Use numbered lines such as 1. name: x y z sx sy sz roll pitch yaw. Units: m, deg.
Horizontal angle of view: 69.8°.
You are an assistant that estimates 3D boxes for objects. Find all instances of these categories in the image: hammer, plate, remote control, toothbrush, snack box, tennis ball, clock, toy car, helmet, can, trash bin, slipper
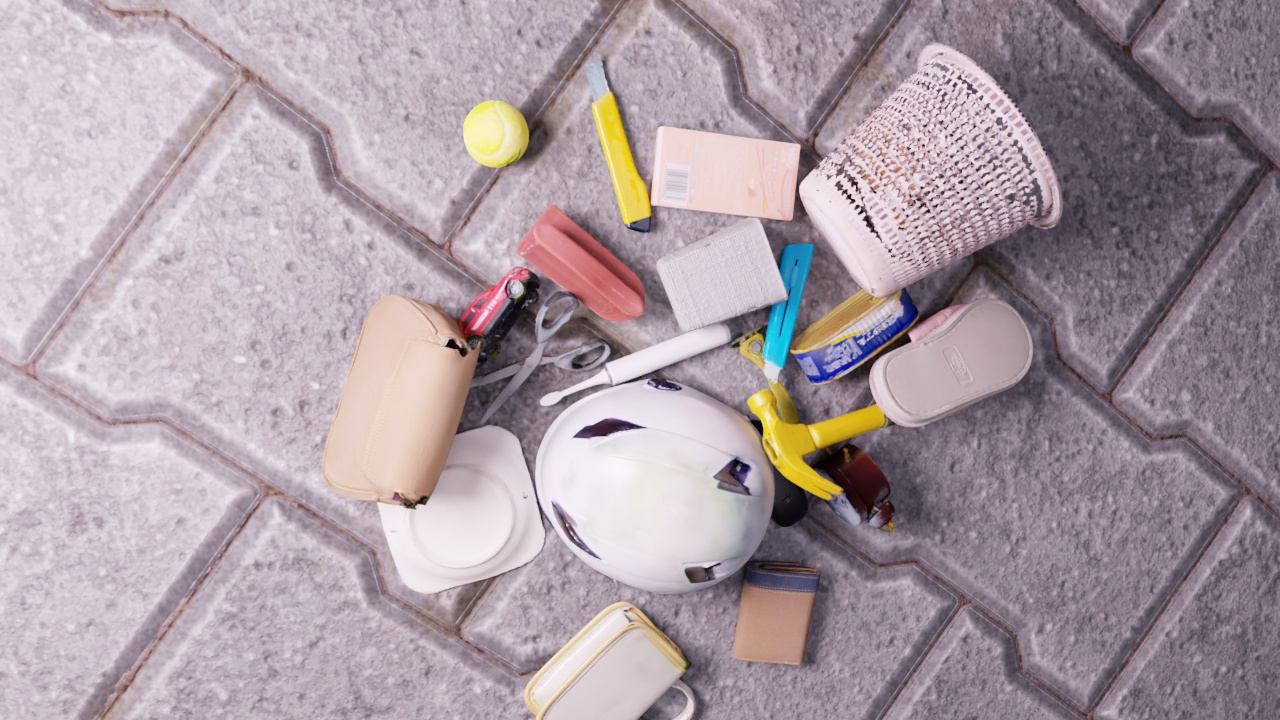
1. hammer: 0.263 0.062 1.013 0.300 0.033 0.128 -15 71 -27
2. plate: -0.191 0.163 0.974 0.163 0.034 0.164 -17 100 -9
3. remote control: 0.150 0.131 1.046 0.053 0.024 0.136 -31 102 -7
4. toothbrush: -0.006 0.006 0.998 0.221 0.026 0.027 -21 99 -9
5. snack box: 0.092 -0.201 0.994 0.157 0.026 0.084 5 95 -12
6. tennis ball: -0.145 -0.227 0.922 0.065 0.065 0.065 -1 97 -12
7. clock: 0.244 0.149 1.039 0.055 0.082 0.122 -37 99 -12
8. toy car: -0.151 -0.047 0.948 0.045 0.053 0.120 40 92 12
9. helmet: 0.020 0.141 0.951 0.258 0.146 0.229 17 96 -8
10. can: 0.238 -0.034 1.020 0.148 0.074 0.049 -36 105 -6
11. trash bin: 0.284 -0.178 0.955 0.192 0.227 0.227 -35 102 7
12. slipper: 0.343 0.004 1.019 0.273 0.055 0.114 -24 80 -36

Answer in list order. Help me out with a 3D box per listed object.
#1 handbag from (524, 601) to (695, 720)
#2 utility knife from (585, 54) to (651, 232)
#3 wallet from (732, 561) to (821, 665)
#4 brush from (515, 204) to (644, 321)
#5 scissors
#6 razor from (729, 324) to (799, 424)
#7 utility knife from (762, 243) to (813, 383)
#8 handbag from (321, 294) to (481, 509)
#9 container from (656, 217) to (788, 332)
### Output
1. handbag: -0.021 0.374 1.029 0.163 0.063 0.179 -44 118 -4
2. utility knife: -0.024 -0.227 0.973 0.033 0.015 0.192 -18 99 -13
3. wallet: 0.157 0.293 1.063 0.090 0.033 0.115 7 96 -10
4. brush: -0.055 -0.093 0.954 0.146 0.069 0.063 39 89 -13
5. scissors: -0.111 0.000 0.967 0.159 0.014 0.179 9 117 -28
6. razor: 0.149 0.026 1.034 0.043 0.028 0.132 -31 103 -10
7. utility knife: 0.160 -0.054 1.015 0.034 0.018 0.162 14 83 -7
8. handbag: -0.229 0.044 0.900 0.099 0.148 0.204 16 95 -45
9. container: 0.082 -0.088 0.969 0.114 0.090 0.090 -22 99 3
